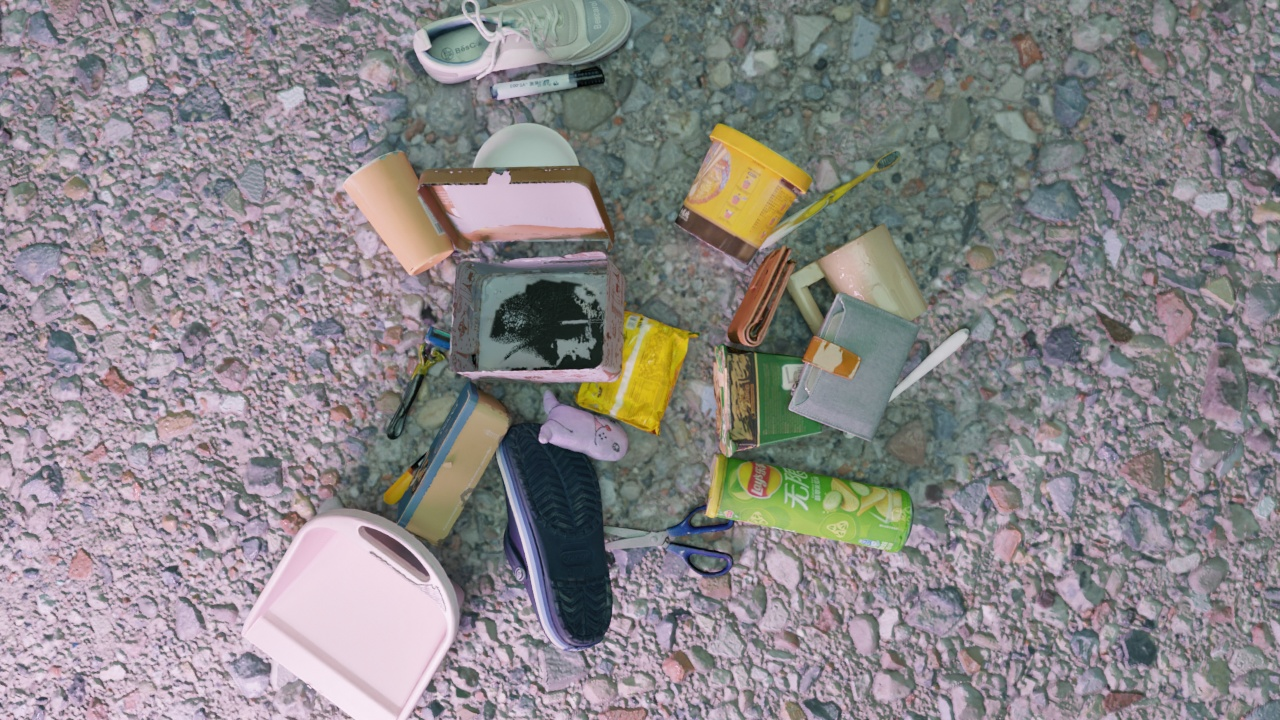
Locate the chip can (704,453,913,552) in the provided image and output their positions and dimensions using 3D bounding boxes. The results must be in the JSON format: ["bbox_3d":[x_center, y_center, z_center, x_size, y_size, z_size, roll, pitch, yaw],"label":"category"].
[{"bbox_3d":[0.184,0.157,1.005,0.221,0.072,0.072,10,92,3],"label":"chip can"}]

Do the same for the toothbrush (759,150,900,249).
[{"bbox_3d":[0.208,-0.178,1.021,0.191,0.018,0.016,-33,88,4],"label":"toothbrush"}]

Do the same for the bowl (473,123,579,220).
[{"bbox_3d":[-0.121,-0.197,1.017,0.118,0.064,0.118,0,92,4],"label":"bowl"}]

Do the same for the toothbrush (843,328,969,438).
[{"bbox_3d":[0.297,0.026,1.022,0.180,0.016,0.016,-41,91,3],"label":"toothbrush"}]

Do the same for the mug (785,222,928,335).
[{"bbox_3d":[0.232,-0.074,0.993,0.125,0.084,0.103,-30,91,11],"label":"mug"}]

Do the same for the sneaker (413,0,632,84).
[{"bbox_3d":[-0.131,-0.363,1.000,0.242,0.090,0.089,-11,92,3],"label":"sneaker"}]

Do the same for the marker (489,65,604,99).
[{"bbox_3d":[-0.105,-0.314,1.037,0.131,0.018,0.022,-7,82,3],"label":"marker"}]

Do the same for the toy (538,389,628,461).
[{"bbox_3d":[-0.063,0.078,1.018,0.108,0.083,0.039,19,127,-18],"label":"toy"}]

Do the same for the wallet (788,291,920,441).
[{"bbox_3d":[0.215,0.006,0.929,0.106,0.037,0.130,21,95,-15],"label":"wallet"}]

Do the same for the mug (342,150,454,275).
[{"bbox_3d":[-0.264,-0.162,1.025,0.078,0.078,0.123,-32,95,4],"label":"mug"}]

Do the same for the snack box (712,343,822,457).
[{"bbox_3d":[0.137,0.038,0.985,0.105,0.117,0.118,-4,90,-1],"label":"snack box"}]

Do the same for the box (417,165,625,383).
[{"bbox_3d":[-0.120,-0.068,0.944,0.180,0.227,0.156,1,65,12],"label":"box"}]

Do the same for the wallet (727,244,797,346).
[{"bbox_3d":[0.127,-0.066,0.962,0.031,0.132,0.108,25,92,-2],"label":"wallet"}]

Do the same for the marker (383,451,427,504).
[{"bbox_3d":[-0.250,0.119,1.060,0.018,0.015,0.124,45,91,-3],"label":"marker"}]

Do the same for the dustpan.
[{"bbox_3d":[-0.317,0.284,1.006,0.222,0.139,0.273,33,93,1],"label":"dustpan"}]

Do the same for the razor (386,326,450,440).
[{"bbox_3d":[-0.257,0.027,1.054,0.042,0.022,0.143,22,98,-41],"label":"razor"}]

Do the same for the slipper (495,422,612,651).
[{"bbox_3d":[-0.099,0.194,1.017,0.095,0.105,0.252,-30,71,45],"label":"slipper"}]

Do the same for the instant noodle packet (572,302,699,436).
[{"bbox_3d":[-0.006,0.006,1.027,0.111,0.044,0.128,21,90,4],"label":"instant noodle packet"}]

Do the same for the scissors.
[{"bbox_3d":[0.028,0.195,1.046,0.171,0.012,0.141,32,94,2],"label":"scissors"}]

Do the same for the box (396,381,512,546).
[{"bbox_3d":[-0.203,0.107,1.014,0.059,0.090,0.184,27,92,-17],"label":"box"}]

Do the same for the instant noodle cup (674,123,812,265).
[{"bbox_3d":[0.105,-0.174,0.983,0.118,0.118,0.114,30,101,2],"label":"instant noodle cup"}]
